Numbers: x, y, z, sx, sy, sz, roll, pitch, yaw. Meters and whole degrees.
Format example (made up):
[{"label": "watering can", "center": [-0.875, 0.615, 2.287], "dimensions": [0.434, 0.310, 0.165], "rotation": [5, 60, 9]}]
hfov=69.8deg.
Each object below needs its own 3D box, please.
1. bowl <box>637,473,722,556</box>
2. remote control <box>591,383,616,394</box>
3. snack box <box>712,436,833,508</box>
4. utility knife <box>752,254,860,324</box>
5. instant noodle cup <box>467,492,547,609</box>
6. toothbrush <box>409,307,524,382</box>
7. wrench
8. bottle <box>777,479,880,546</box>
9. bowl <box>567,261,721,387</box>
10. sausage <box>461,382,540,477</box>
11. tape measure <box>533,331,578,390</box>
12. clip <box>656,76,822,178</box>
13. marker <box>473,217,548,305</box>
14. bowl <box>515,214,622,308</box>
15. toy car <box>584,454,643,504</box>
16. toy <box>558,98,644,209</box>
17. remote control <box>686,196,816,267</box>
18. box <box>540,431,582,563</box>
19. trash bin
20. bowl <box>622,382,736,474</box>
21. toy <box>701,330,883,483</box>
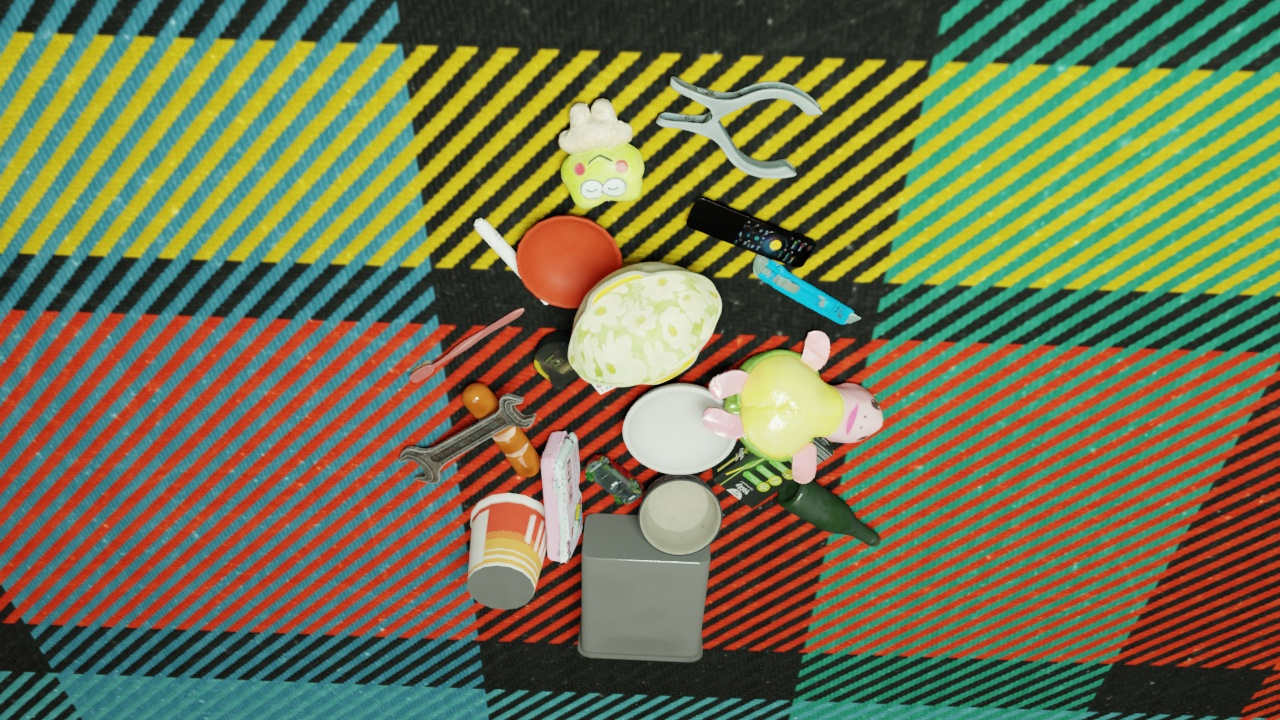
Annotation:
[{"label": "bowl", "center": [0.053, 0.207, 1.279], "dimensions": [0.115, 0.059, 0.115], "rotation": [0, 106, -1]}, {"label": "remote control", "center": [-0.007, 0.007, 1.171], "dimensions": [0.124, 0.011, 0.028], "rotation": [-26, 122, 20]}, {"label": "snack box", "center": [0.179, 0.137, 1.254], "dimensions": [0.080, 0.025, 0.148], "rotation": [38, 119, -23]}, {"label": "utility knife", "center": [0.197, -0.081, 1.098], "dimensions": [0.158, 0.015, 0.031], "rotation": [25, 128, -18]}, {"label": "instant noodle cup", "center": [-0.191, 0.277, 1.312], "dimensions": [0.123, 0.120, 0.124], "rotation": [1, 127, 1]}, {"label": "toothbrush", "center": [-0.219, -0.022, 1.159], "dimensions": [0.185, 0.015, 0.015], "rotation": [-30, 121, 18]}, {"label": "wrench", "center": [-0.232, 0.106, 1.212], "dimensions": [0.274, 0.010, 0.070], "rotation": [-29, 117, 38]}, {"label": "bottle", "center": [0.274, 0.219, 1.295], "dimensions": [0.174, 0.055, 0.055], "rotation": [32, 121, -22]}, {"label": "bowl", "center": [-0.003, -0.052, 1.072], "dimensions": [0.188, 0.060, 0.219], "rotation": [-30, 145, 5]}, {"label": "sausage", "center": [-0.183, 0.092, 1.221], "dimensions": [0.039, 0.044, 0.164], "rotation": [-24, 122, 13]}, {"label": "tape measure", "center": [-0.101, -0.003, 1.150], "dimensions": [0.067, 0.038, 0.062], "rotation": [-37, 117, 26]}, {"label": "clip", "center": [0.098, -0.229, 0.982], "dimensions": [0.172, 0.029, 0.143], "rotation": [7, 125, -2]}, {"label": "marker", "center": [-0.149, -0.116, 1.079], "dimensions": [0.017, 0.020, 0.133], "rotation": [-28, 121, 25]}, {"label": "bowl", "center": [-0.081, -0.120, 1.064], "dimensions": [0.122, 0.035, 0.122], "rotation": [1, 127, 1]}, {"label": "toy car", "center": [-0.036, 0.163, 1.274], "dimensions": [0.091, 0.036, 0.042], "rotation": [38, 120, -24]}, {"label": "toy", "center": [-0.044, -0.220, 0.983], "dimensions": [0.092, 0.046, 0.115], "rotation": [-6, 118, 10]}, {"label": "remote control", "center": [0.127, -0.147, 1.048], "dimensions": [0.152, 0.020, 0.041], "rotation": [19, 124, -13]}, {"label": "box", "center": [-0.107, 0.192, 1.270], "dimensions": [0.044, 0.086, 0.203], "rotation": [7, 127, 8]}, {"label": "trash bin", "center": [0.004, 0.341, 1.370], "dimensions": [0.192, 0.097, 0.220], "rotation": [3, 126, 0]}, {"label": "bowl", "center": [0.052, 0.082, 1.206], "dimensions": [0.149, 0.043, 0.150], "rotation": [1, 126, 1]}, {"label": "toy", "center": [0.194, 0.058, 1.150], "dimensions": [0.238, 0.088, 0.190], "rotation": [3, 89, -13]}]
